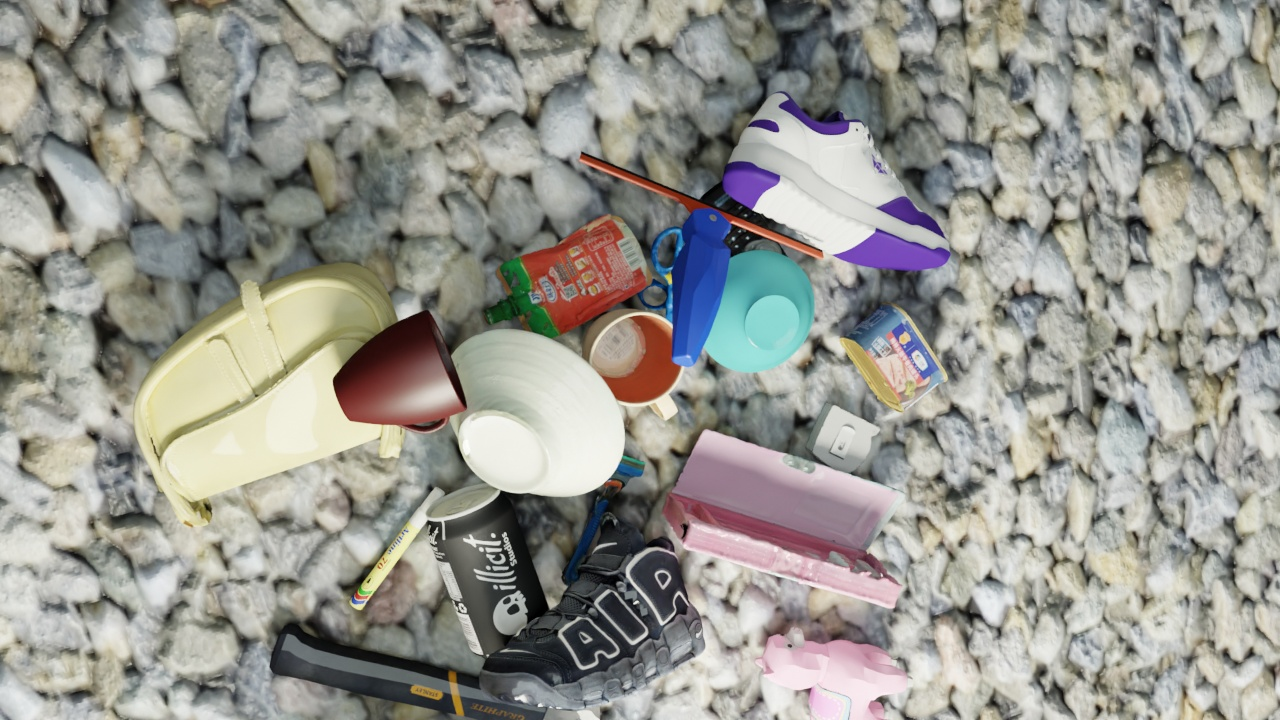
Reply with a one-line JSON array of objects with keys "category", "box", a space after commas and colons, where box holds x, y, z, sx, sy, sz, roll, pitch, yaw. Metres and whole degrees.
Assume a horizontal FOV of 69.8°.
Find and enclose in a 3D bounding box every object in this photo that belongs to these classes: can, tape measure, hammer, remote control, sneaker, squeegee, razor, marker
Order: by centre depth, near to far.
[{"category": "squeegee", "box": [0.051, -0.077, 0.794, 0.249, 0.055, 0.184, 20, 58, -13]}, {"category": "sneaker", "box": [-0.038, 0.215, 0.822, 0.252, 0.097, 0.150, -1, 83, -50]}, {"category": "can", "box": [-0.139, 0.193, 0.840, 0.080, 0.080, 0.146, -20, 102, -10]}, {"category": "marker", "box": [-0.226, 0.174, 0.853, 0.014, 0.014, 0.132, 37, 89, -15]}, {"category": "sneaker", "box": [0.195, -0.170, 0.869, 0.244, 0.092, 0.111, 22, 77, -22]}, {"category": "hammer", "box": [-0.188, 0.306, 0.871, 0.312, 0.035, 0.139, 20, 95, -14]}, {"category": "remote control", "box": [0.109, -0.109, 0.886, 0.045, 0.021, 0.140, -38, 109, -2]}, {"category": "razor", "box": [-0.044, 0.154, 0.889, 0.043, 0.018, 0.141, 24, 95, -39]}, {"category": "can", "box": [0.252, -0.001, 0.916, 0.059, 0.054, 0.100, -39, 104, -4]}, {"category": "tape measure", "box": [0.205, 0.081, 0.933, 0.060, 0.020, 0.062, 26, 92, -15]}]

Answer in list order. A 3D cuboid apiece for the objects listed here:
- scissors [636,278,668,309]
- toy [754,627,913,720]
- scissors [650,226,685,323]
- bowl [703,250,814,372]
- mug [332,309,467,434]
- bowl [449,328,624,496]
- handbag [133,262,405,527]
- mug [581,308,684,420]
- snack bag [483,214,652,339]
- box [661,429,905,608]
[{"category": "scissors", "box": [0.051, -0.056, 0.886, 0.115, 0.014, 0.130, -24, 106, -12]}, {"category": "toy", "box": [0.195, 0.337, 0.945, 0.157, 0.067, 0.123, 7, 97, -9]}, {"category": "scissors", "box": [0.033, -0.062, 0.864, 0.061, 0.023, 0.126, 7, 100, -18]}, {"category": "bowl", "box": [0.117, -0.041, 0.870, 0.121, 0.046, 0.121, -3, 107, -12]}, {"category": "mug", "box": [-0.194, 0.024, 0.743, 0.088, 0.087, 0.114, -21, 136, -6]}, {"category": "bowl", "box": [-0.105, 0.063, 0.791, 0.177, 0.057, 0.177, 11, 124, 16]}, {"category": "handbag", "box": [-0.310, 0.026, 0.777, 0.232, 0.088, 0.191, -20, 105, -10]}, {"category": "mug", "box": [-0.005, 0.005, 0.833, 0.085, 0.104, 0.111, -35, 105, -6]}, {"category": "snack bag", "box": [-0.071, -0.071, 0.836, 0.155, 0.044, 0.087, -27, 78, -9]}, {"category": "box", "box": [0.150, 0.147, 0.894, 0.232, 0.099, 0.113, 19, 98, -13]}]
